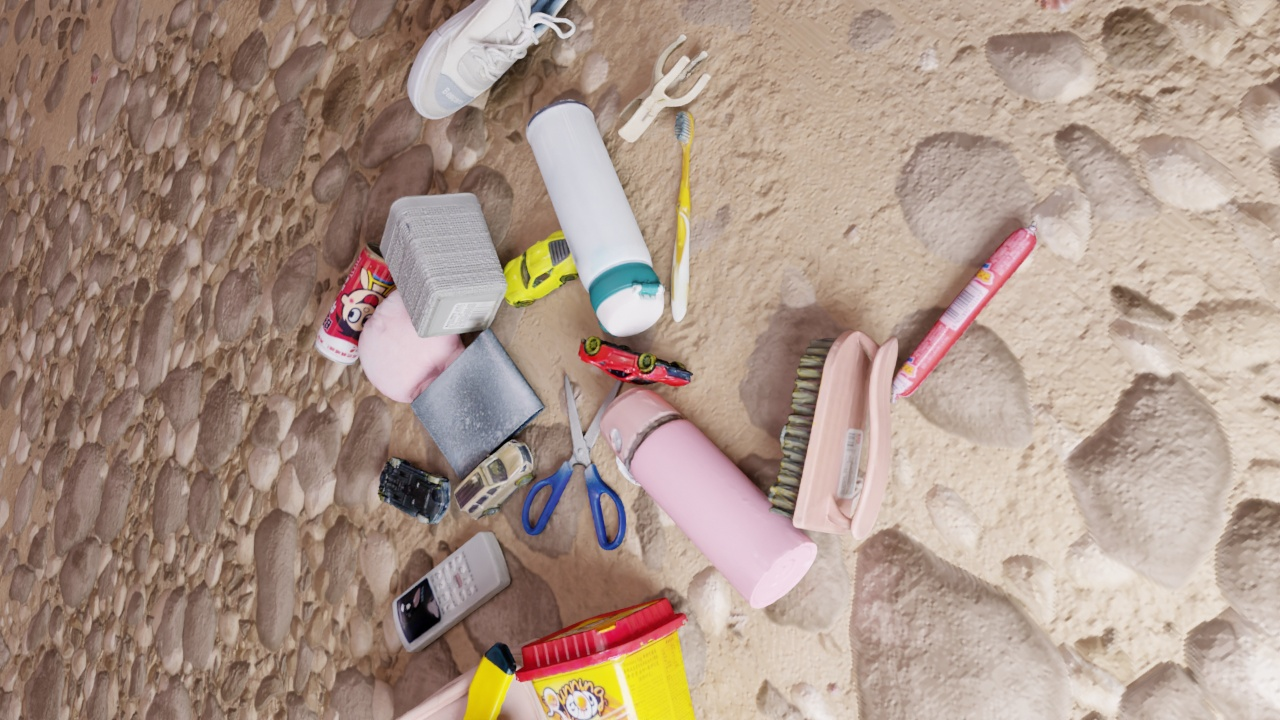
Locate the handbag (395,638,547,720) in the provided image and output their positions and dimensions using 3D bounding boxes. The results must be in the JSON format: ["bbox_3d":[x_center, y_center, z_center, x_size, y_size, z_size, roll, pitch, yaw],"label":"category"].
[{"bbox_3d":[-0.099,0.372,0.768,0.194,0.093,0.234,-39,68,24],"label":"handbag"}]

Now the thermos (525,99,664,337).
[{"bbox_3d":[-0.041,-0.126,0.822,0.073,0.073,0.224,-34,63,27],"label":"thermos"}]

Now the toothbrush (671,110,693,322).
[{"bbox_3d":[0.035,-0.127,0.794,0.016,0.018,0.191,-5,77,38],"label":"toothbrush"}]

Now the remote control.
[{"bbox_3d":[-0.187,0.226,0.890,0.150,0.021,0.058,-40,60,23],"label":"remote control"}]

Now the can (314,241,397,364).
[{"bbox_3d":[-0.310,-0.062,1.019,0.053,0.053,0.133,43,107,35],"label":"can"}]

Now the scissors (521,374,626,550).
[{"bbox_3d":[-0.055,0.096,0.822,0.175,0.012,0.162,-47,56,19],"label":"scissors"}]

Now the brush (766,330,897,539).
[{"bbox_3d":[0.143,0.050,0.651,0.073,0.063,0.145,8,83,44],"label":"brush"}]

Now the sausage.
[{"bbox_3d":[0.221,-0.031,0.635,0.020,0.020,0.156,47,110,33],"label":"sausage"}]

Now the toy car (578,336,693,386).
[{"bbox_3d":[-0.005,0.004,0.779,0.106,0.049,0.031,15,91,38],"label":"toy car"}]

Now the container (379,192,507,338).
[{"bbox_3d":[-0.192,-0.091,0.902,0.114,0.090,0.090,65,146,23],"label":"container"}]

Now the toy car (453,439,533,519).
[{"bbox_3d":[-0.138,0.112,0.867,0.091,0.035,0.042,-42,60,20],"label":"toy car"}]

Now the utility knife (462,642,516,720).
[{"bbox_3d":[-0.131,0.291,0.733,0.033,0.015,0.154,30,106,30],"label":"utility knife"}]

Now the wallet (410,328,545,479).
[{"bbox_3d":[-0.159,0.043,0.886,0.121,0.019,0.097,-41,76,19],"label":"wallet"}]

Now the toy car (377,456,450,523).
[{"bbox_3d":[-0.227,0.132,0.932,0.106,0.031,0.049,16,91,39],"label":"toy car"}]

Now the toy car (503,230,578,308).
[{"bbox_3d":[-0.098,-0.088,0.879,0.105,0.032,0.048,-27,66,32],"label":"toy car"}]

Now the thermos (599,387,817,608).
[{"bbox_3d":[0.043,0.106,0.718,0.198,0.067,0.087,42,134,34],"label":"thermos"}]

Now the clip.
[{"bbox_3d":[0.020,-0.230,0.803,0.105,0.034,0.084,-49,33,19],"label":"clip"}]

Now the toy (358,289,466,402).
[{"bbox_3d":[-0.225,-0.001,0.943,0.159,0.054,0.121,43,107,22],"label":"toy"}]

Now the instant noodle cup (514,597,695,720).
[{"bbox_3d":[-0.016,0.261,0.706,0.116,0.115,0.123,-24,79,31],"label":"instant noodle cup"}]

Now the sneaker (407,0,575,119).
[{"bbox_3d":[-0.133,-0.327,0.924,0.242,0.089,0.090,-46,62,13],"label":"sneaker"}]
